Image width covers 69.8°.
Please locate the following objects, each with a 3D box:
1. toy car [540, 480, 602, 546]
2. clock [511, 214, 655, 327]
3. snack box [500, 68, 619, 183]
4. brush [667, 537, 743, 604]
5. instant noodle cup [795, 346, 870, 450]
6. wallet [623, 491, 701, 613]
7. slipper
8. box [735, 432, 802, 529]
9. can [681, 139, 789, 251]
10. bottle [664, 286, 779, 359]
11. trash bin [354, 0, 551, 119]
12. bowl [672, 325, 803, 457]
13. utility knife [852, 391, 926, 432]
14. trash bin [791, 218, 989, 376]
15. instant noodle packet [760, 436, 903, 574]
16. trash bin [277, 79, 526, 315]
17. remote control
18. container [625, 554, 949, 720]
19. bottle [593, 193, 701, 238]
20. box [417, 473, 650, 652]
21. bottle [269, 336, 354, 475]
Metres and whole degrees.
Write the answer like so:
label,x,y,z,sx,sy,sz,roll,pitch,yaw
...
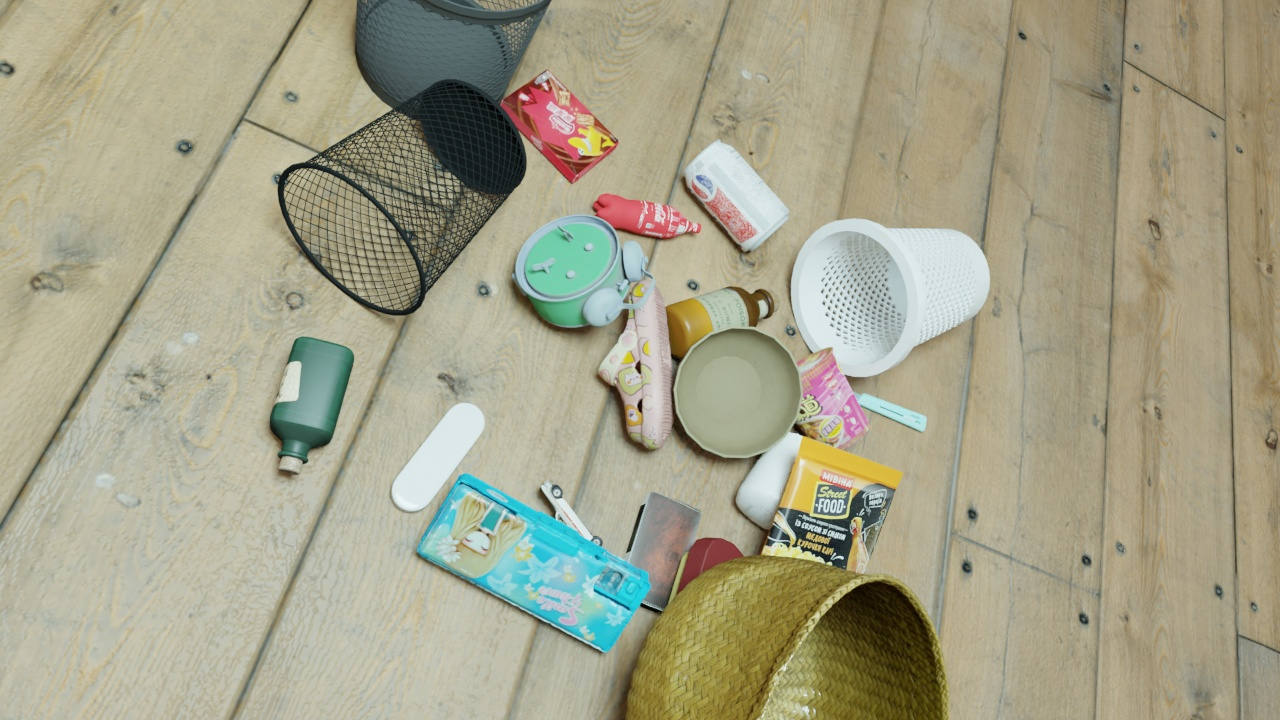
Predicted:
label,x,y,z,sx,sy,sz,roll,pitch,yaw
toy car,-0.076,0.181,0.986,0.039,0.039,0.113,-38,88,-10
clock,-0.059,-0.098,1.032,0.162,0.075,0.121,19,66,28
snack box,-0.102,-0.298,1.162,0.133,0.021,0.089,45,60,-2
brush,0.061,0.277,0.989,0.082,0.042,0.173,42,56,-37
instant noodle cup,0.225,0.054,1.131,0.097,0.098,0.108,-37,95,-29
wallet,0.022,0.214,1.022,0.072,0.019,0.122,25,63,-12
slipper,-0.006,0.006,1.061,0.082,0.093,0.197,-5,80,14
box,0.200,0.150,1.086,0.141,0.084,0.139,34,60,5
can,0.123,-0.213,1.193,0.136,0.078,0.078,48,60,0
bottle,0.104,-0.054,1.130,0.156,0.068,0.068,-19,79,-27
trash bin,-0.216,-0.411,1.039,0.217,0.228,0.217,8,68,-20
bowl,0.109,0.035,1.071,0.152,0.050,0.152,0,92,-9
utility knife,0.322,0.064,1.209,0.126,0.015,0.022,21,96,-13
trash bin,0.336,-0.094,1.187,0.199,0.196,0.195,-14,76,-36
instant noodle packet,0.204,0.210,1.035,0.159,0.032,0.220,20,90,-29
trash bin,-0.239,-0.185,0.981,0.184,0.185,0.209,40,55,-4
remote control,-0.213,0.101,0.970,0.043,0.013,0.136,37,61,-6
container,0.137,0.347,0.879,0.306,0.197,0.307,-1,92,-38
bottle,0.010,-0.178,1.152,0.141,0.042,0.041,8,68,-20
box,-0.107,0.208,0.937,0.227,0.041,0.094,31,99,-9
bottle,-0.331,0.049,0.913,0.061,0.061,0.131,15,66,-15
